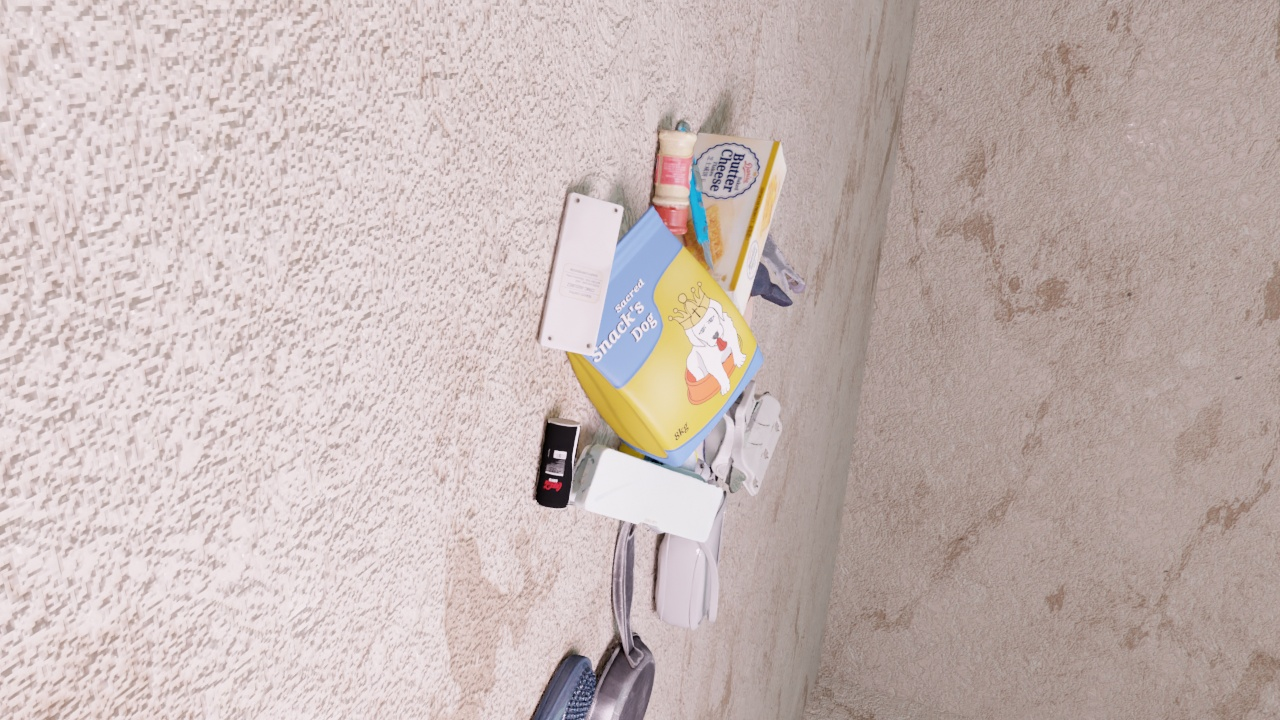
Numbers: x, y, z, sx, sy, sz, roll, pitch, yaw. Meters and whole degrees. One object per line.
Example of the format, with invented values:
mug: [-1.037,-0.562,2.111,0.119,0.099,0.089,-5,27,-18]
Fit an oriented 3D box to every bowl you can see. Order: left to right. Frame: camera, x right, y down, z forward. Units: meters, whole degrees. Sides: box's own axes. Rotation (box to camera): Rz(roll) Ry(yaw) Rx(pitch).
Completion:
bowl: [0.074,0.075,1.199,0.118,0.062,0.118,13,89,-70]
bowl: [0.145,0.114,1.344,0.157,0.038,0.158,-53,154,-40]

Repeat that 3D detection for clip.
clip: [0.126,0.086,1.196,0.152,0.097,0.125,54,45,-35]

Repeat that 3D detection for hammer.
hammer: [0.074,0.013,1.126,0.321,0.129,0.040,-61,-164,-15]
hammer: [0.187,-0.131,1.230,0.028,0.147,0.316,-36,166,11]

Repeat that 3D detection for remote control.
remote control: [-0.052,-0.075,0.804,0.011,0.050,0.136,-169,-89,-67]

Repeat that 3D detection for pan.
pan: [-0.021,0.358,1.135,0.186,0.055,0.357,-31,134,-64]

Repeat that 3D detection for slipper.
slipper: [-0.087,0.429,0.934,0.101,0.083,0.262,76,32,-46]

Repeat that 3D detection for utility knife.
utility knife: [0.061,-0.183,1.004,0.031,0.015,0.178,6,72,-55]

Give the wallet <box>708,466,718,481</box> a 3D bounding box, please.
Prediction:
wallet: [0.102,0.127,1.352,0.115,0.026,0.089,50,55,-66]

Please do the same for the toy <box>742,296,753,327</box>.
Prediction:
toy: [0.134,-0.046,1.295,0.264,0.065,0.195,66,43,-61]

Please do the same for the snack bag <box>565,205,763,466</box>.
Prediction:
snack bag: [0.011,-0.022,0.890,0.158,0.102,0.205,-49,129,-20]

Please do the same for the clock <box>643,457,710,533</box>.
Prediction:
clock: [0.042,0.161,1.107,0.094,0.035,0.123,-53,-174,-37]

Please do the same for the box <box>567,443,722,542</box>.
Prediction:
box: [0.009,0.138,0.962,0.198,0.066,0.083,22,108,-43]

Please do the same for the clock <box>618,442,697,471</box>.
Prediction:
clock: [0.025,0.110,1.043,0.118,0.057,0.083,-45,121,-26]

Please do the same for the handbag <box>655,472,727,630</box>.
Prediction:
handbag: [0.096,0.254,1.313,0.222,0.096,0.216,-49,147,-58]

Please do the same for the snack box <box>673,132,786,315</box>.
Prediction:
snack box: [0.091,-0.159,1.054,0.057,0.104,0.207,60,45,-61]

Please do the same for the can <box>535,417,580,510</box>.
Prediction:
can: [-0.076,0.095,0.848,0.031,0.031,0.080,-7,107,-69]

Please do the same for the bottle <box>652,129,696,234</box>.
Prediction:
bottle: [0.034,-0.190,0.976,0.044,0.044,0.109,-24,123,-66]
